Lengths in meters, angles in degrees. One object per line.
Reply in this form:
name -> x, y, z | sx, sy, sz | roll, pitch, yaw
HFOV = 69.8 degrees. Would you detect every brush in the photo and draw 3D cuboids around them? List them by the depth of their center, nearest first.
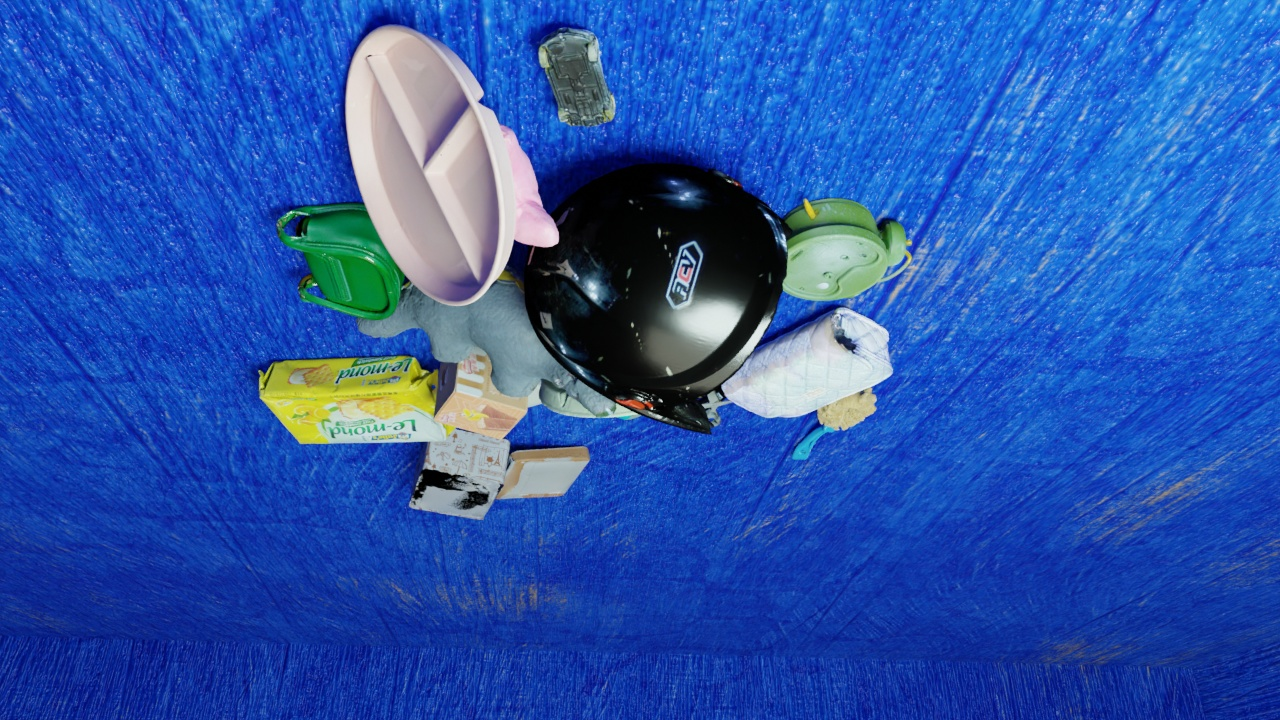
brush -> 0.274, 0.098, 1.360 | 0.083, 0.045, 0.255 | 1, 155, -9

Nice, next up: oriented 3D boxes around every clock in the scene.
clock -> 0.210, -0.112, 0.962 | 0.161, 0.056, 0.116 | 15, 148, -24

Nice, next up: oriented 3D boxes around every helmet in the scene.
helmet -> 0.015, -0.068, 0.853 | 0.230, 0.233, 0.275 | 22, 174, -19

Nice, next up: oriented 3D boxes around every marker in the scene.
marker -> 0.112, 0.047, 1.286 | 0.022, 0.020, 0.132 | -15, 163, -38

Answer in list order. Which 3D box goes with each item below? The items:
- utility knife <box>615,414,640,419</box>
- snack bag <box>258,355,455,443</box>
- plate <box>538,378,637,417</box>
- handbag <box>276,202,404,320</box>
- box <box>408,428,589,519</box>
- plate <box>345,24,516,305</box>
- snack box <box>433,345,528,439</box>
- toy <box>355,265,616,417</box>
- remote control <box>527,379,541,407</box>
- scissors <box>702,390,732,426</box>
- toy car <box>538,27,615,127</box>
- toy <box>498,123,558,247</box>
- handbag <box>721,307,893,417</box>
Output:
utility knife -> -0.084, 0.055, 1.307 | 0.193, 0.013, 0.029 | 20, 142, -29
snack bag -> -0.382, 0.053, 1.253 | 0.246, 0.068, 0.158 | -1, 150, 3
plate -> -0.006, 0.006, 1.053 | 0.230, 0.229, 0.027 | -6, 110, 11
handbag -> -0.314, -0.103, 0.974 | 0.120, 0.067, 0.131 | 3, 150, -2
box -> -0.227, 0.190, 1.479 | 0.262, 0.088, 0.178 | 12, 148, -16
plate -> -0.175, -0.158, 0.760 | 0.028, 0.229, 0.230 | -26, 169, -38
snack box -> -0.197, 0.031, 1.143 | 0.094, 0.092, 0.077 | 18, 140, -25
toy -> -0.164, -0.038, 1.001 | 0.357, 0.138, 0.091 | 21, -172, 26
remote control -> -0.177, 0.017, 1.225 | 0.058, 0.021, 0.150 | -15, 142, 18
scissors -> 0.100, 0.061, 1.266 | 0.176, 0.014, 0.160 | -5, 155, -24
toy car -> -0.052, -0.237, 0.767 | 0.049, 0.031, 0.106 | -5, 152, 8
toy -> -0.145, -0.169, 0.803 | 0.178, 0.074, 0.195 | 56, 157, -17
handbag -> 0.213, 0.010, 1.159 | 0.134, 0.075, 0.194 | 23, 143, -34
